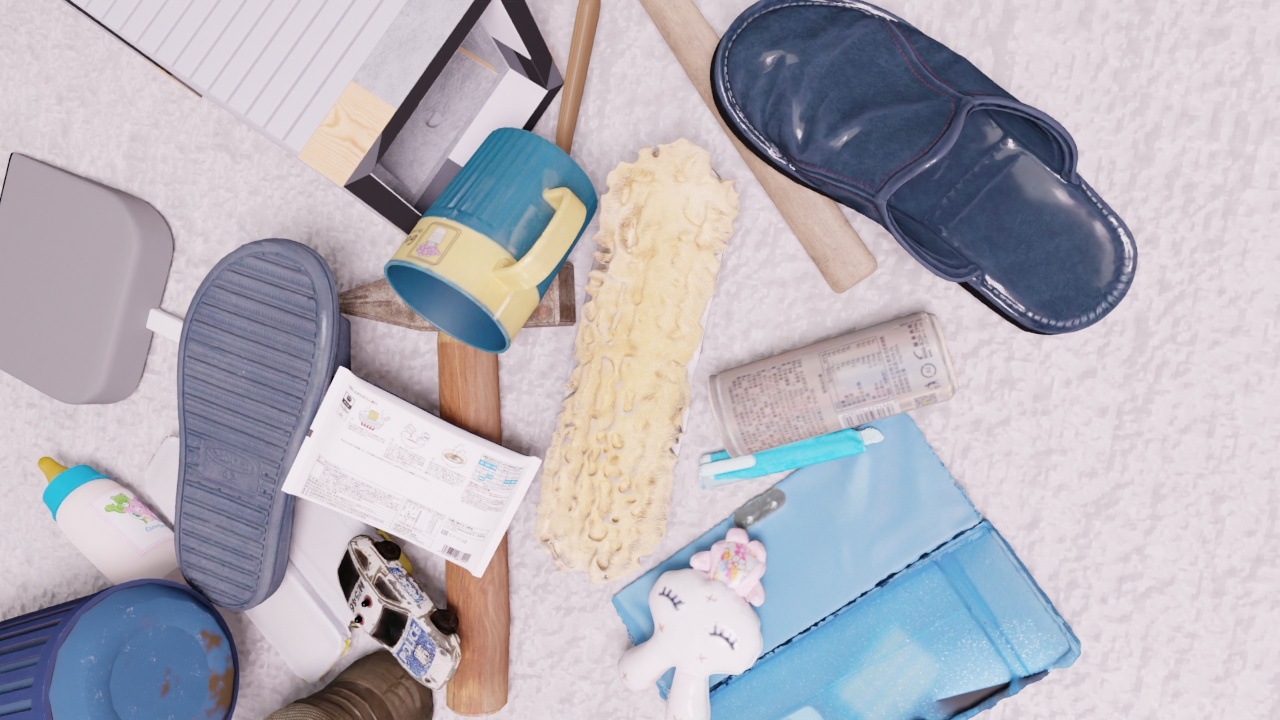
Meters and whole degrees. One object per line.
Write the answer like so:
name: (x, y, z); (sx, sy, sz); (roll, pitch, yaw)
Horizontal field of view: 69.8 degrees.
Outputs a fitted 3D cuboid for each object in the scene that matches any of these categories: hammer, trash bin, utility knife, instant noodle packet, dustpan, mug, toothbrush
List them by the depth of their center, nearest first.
mug: (-0.073, -0.069, 0.519); (0.114, 0.083, 0.107); (3, 54, 52)
trash bin: (-0.199, -0.201, 0.551); (0.247, 0.142, 0.142); (34, 87, 11)
hammer: (0.040, -0.185, 0.559); (0.120, 0.030, 0.331); (-36, 88, 29)
utility knife: (0.090, 0.059, 0.560); (0.117, 0.015, 0.022); (-13, 78, 20)
instant noodle packet: (-0.140, 0.071, 0.565); (0.134, 0.026, 0.087); (27, 99, -9)
toothbrush: (-0.048, -0.146, 0.580); (0.016, 0.016, 0.167); (19, 108, 20)
hammer: (-0.118, 0.087, 0.609); (0.158, 0.037, 0.301); (-2, 91, 15)
trash bin: (-0.397, 0.230, 0.614); (0.250, 0.139, 0.139); (-19, 87, 26)
dustpan: (-0.396, -0.043, 0.683); (0.258, 0.033, 0.163); (21, 97, 23)

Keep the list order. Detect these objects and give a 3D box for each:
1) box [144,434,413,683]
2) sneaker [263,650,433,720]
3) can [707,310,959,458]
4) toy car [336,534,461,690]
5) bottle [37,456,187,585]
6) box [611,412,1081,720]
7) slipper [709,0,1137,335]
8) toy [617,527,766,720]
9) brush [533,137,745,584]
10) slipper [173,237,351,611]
box: (-0.266, 0.120, 0.659); (0.209, 0.034, 0.130); (46, 105, 9)
sneaker: (-0.247, 0.300, 0.598); (0.238, 0.142, 0.101); (-44, 82, 13)
can: (0.111, 0.015, 0.536); (0.136, 0.054, 0.054); (-18, 87, 15)
toy car: (-0.158, 0.161, 0.587); (0.113, 0.040, 0.049); (41, 121, 22)
bottle: (-0.395, 0.118, 0.678); (0.146, 0.051, 0.051); (38, 101, 11)
box: (0.112, 0.158, 0.554); (0.232, 0.033, 0.174); (-36, 75, 14)
slipper: (0.157, -0.113, 0.490); (0.265, 0.083, 0.109); (39, 95, 4)
toy: (0.036, 0.160, 0.551); (0.076, 0.037, 0.125); (33, 95, 30)
brush: (-0.004, 0.003, 0.562); (0.083, 0.056, 0.271); (14, 96, 1)
slipper: (-0.245, 0.040, 0.608); (0.101, 0.082, 0.264); (21, 110, 7)
